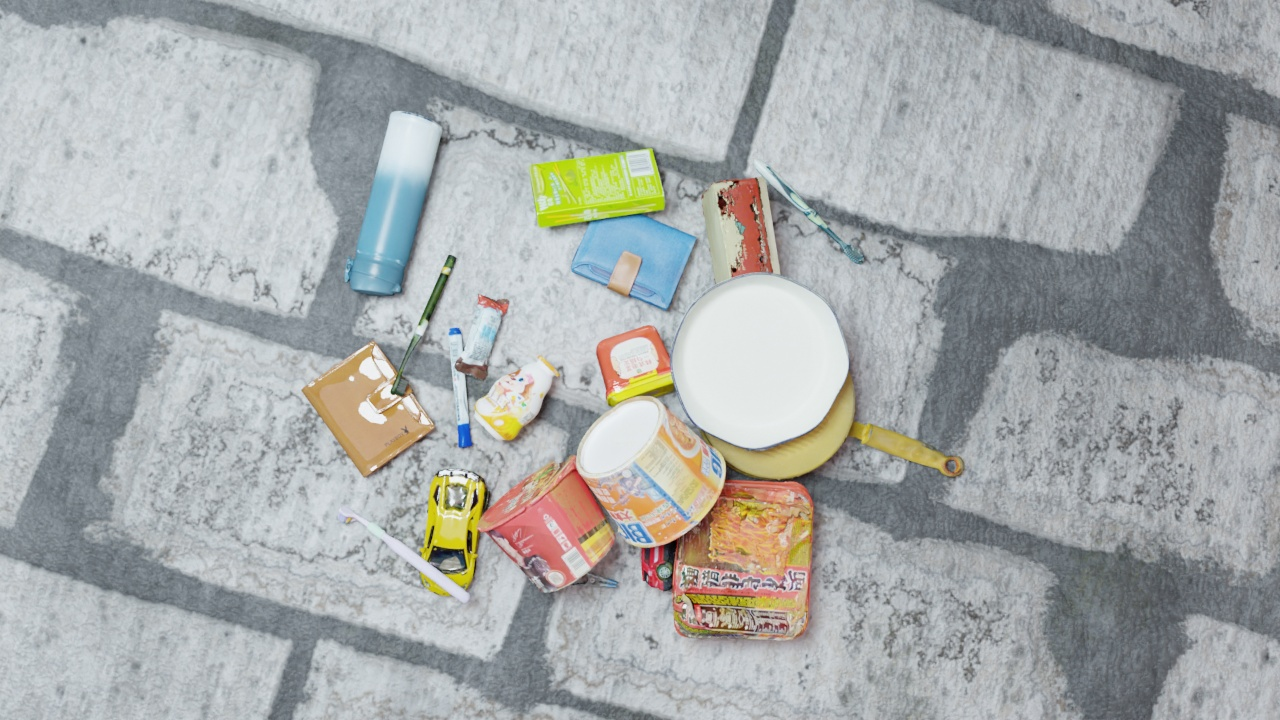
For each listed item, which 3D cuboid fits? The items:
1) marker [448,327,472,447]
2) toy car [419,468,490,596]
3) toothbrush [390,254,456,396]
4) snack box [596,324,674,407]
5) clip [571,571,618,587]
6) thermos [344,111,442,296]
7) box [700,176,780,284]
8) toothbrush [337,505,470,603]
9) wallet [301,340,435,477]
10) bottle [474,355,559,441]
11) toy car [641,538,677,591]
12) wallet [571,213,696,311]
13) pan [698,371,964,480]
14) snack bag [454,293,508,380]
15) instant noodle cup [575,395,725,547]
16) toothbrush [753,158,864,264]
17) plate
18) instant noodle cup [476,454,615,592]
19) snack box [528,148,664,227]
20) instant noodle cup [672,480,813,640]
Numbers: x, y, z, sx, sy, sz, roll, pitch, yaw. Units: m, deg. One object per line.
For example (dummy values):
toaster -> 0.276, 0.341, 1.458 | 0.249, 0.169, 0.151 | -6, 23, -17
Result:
marker -> -0.220, 0.033, 1.116 | 0.017, 0.017, 0.145 | -6, 87, -5
toy car -> -0.223, 0.205, 1.093 | 0.071, 0.041, 0.156 | 9, 88, -3
toothbrush -> -0.259, -0.043, 1.105 | 0.017, 0.012, 0.185 | 24, 75, -15
snack box -> -0.007, 0.006, 1.105 | 0.091, 0.082, 0.080 | -18, 78, -7
clip -> -0.054, 0.265, 1.114 | 0.057, 0.024, 0.028 | 10, 82, 2
thermos -> -0.296, -0.184, 1.098 | 0.070, 0.070, 0.220 | 14, 85, -4
box -> 0.116, -0.132, 1.116 | 0.078, 0.091, 0.168 | -9, 87, -9
toothbrush -> -0.276, 0.228, 1.073 | 0.189, 0.029, 0.021 | 31, 67, 11
wallet -> -0.324, 0.058, 1.099 | 0.107, 0.031, 0.132 | -35, 92, -5
bottle -> -0.146, 0.043, 1.098 | 0.063, 0.063, 0.108 | 44, 84, -1
toy car -> 0.026, 0.216, 1.107 | 0.045, 0.053, 0.120 | 5, 90, 18
wallet -> -0.009, -0.131, 1.134 | 0.133, 0.040, 0.106 | 23, 81, -2
pan -> 0.240, 0.076, 1.139 | 0.357, 0.078, 0.197 | 20, 88, 3
snack bag -> -0.192, -0.031, 1.115 | 0.045, 0.026, 0.105 | 22, 82, -39
instant noodle cup -> 0.005, 0.120, 1.047 | 0.151, 0.151, 0.111 | -43, 118, -6
toothbrush -> 0.214, -0.190, 1.165 | 0.191, 0.018, 0.016 | 43, 84, -1
plate -> 0.134, -0.001, 1.061 | 0.205, 0.045, 0.205 | -1, 104, -3
instant noodle cup -> -0.104, 0.194, 1.062 | 0.138, 0.138, 0.108 | -35, 98, -6
snack box -> -0.054, -0.212, 1.121 | 0.156, 0.026, 0.085 | -9, 57, -5
instant noodle cup -> 0.118, 0.235, 1.101 | 0.164, 0.079, 0.188 | 4, 87, -6
